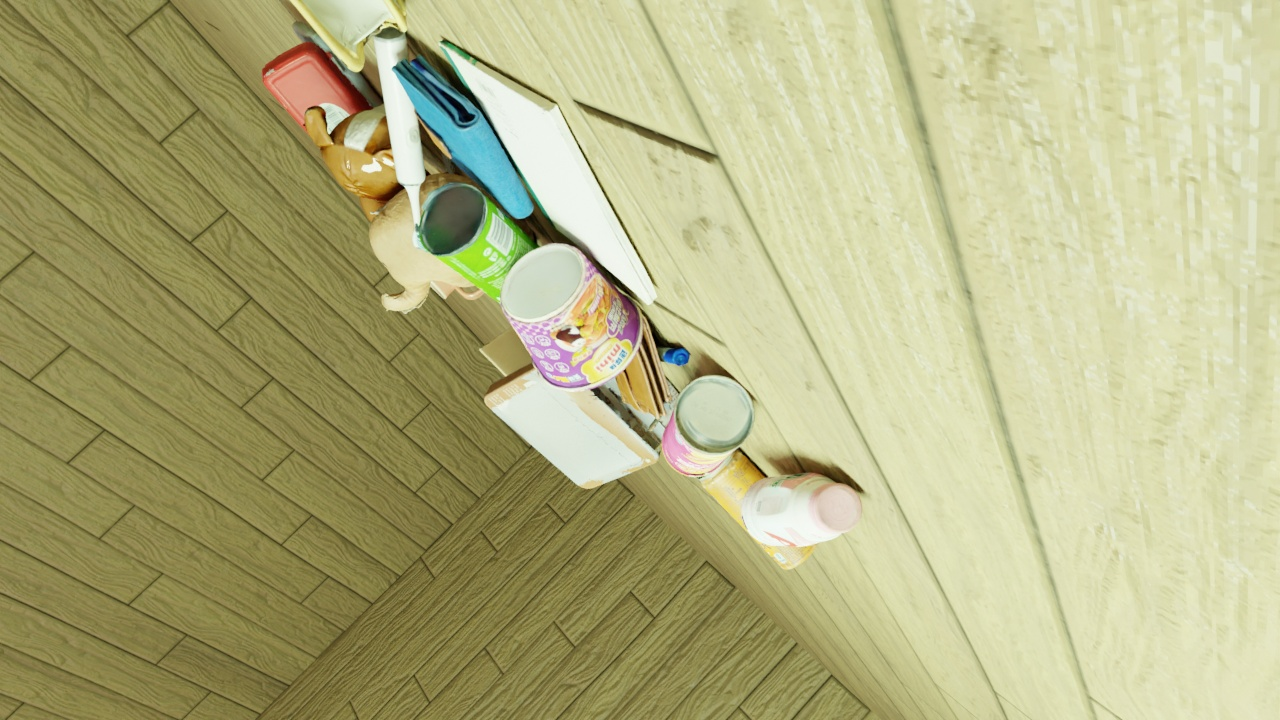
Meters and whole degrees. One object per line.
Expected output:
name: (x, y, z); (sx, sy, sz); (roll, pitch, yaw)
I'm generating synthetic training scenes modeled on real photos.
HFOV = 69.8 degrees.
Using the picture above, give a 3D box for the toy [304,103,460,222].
toy: (-0.267, -0.211, 0.978); (0.140, 0.130, 0.199); (14, 175, 10)

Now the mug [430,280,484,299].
mug: (-0.229, -0.134, 1.162); (0.114, 0.105, 0.082); (43, 171, 11)

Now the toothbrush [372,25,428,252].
toothbrush: (-0.206, -0.185, 0.810); (0.026, 0.026, 0.221); (35, 143, 26)

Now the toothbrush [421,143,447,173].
toothbrush: (-0.220, -0.205, 1.085); (0.191, 0.018, 0.016); (46, 170, -3)

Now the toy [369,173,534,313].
toy: (-0.217, -0.119, 0.958); (0.227, 0.082, 0.143); (-20, 130, 39)

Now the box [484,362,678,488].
box: (-0.064, 0.051, 1.047); (0.182, 0.168, 0.151); (49, 172, -21)

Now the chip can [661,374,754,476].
chip can: (0.060, 0.067, 0.875); (0.071, 0.071, 0.211); (44, 171, 8)

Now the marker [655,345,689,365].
marker: (0.018, -0.007, 0.908); (0.017, 0.017, 0.146); (47, 171, -13)

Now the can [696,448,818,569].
can: (0.132, 0.163, 1.021); (0.146, 0.058, 0.058); (46, 171, -5)

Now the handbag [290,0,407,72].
handbag: (-0.239, -0.303, 0.659); (0.163, 0.063, 0.178); (51, -176, -32)

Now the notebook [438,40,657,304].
notebook: (-0.068, -0.141, 0.708); (0.150, 0.012, 0.209); (40, 169, 37)

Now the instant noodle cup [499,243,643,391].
instant noodle cup: (-0.065, -0.042, 0.810); (0.111, 0.111, 0.099); (39, 171, 36)

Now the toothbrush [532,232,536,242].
toothbrush: (-0.130, -0.113, 1.075); (0.213, 0.027, 0.026); (113, 146, -81)

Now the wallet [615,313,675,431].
wallet: (-0.005, 0.005, 0.921); (0.131, 0.035, 0.119); (-165, 60, -74)

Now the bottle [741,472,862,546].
bottle: (0.144, 0.134, 0.823); (0.068, 0.068, 0.197); (45, 168, 2)

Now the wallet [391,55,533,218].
wallet: (-0.146, -0.184, 0.764); (0.106, 0.040, 0.133); (44, 172, 25)

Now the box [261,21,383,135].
box: (-0.345, -0.302, 1.084); (0.201, 0.095, 0.099); (53, -165, -47)

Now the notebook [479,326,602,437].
notebook: (-0.088, 0.024, 1.185); (0.207, 0.147, 0.008); (44, 136, 5)

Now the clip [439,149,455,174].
clip: (-0.200, -0.214, 0.954); (0.024, 0.028, 0.057); (33, 156, 45)

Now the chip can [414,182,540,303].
chip can: (-0.118, -0.085, 0.866); (0.072, 0.072, 0.236); (41, 180, 27)
